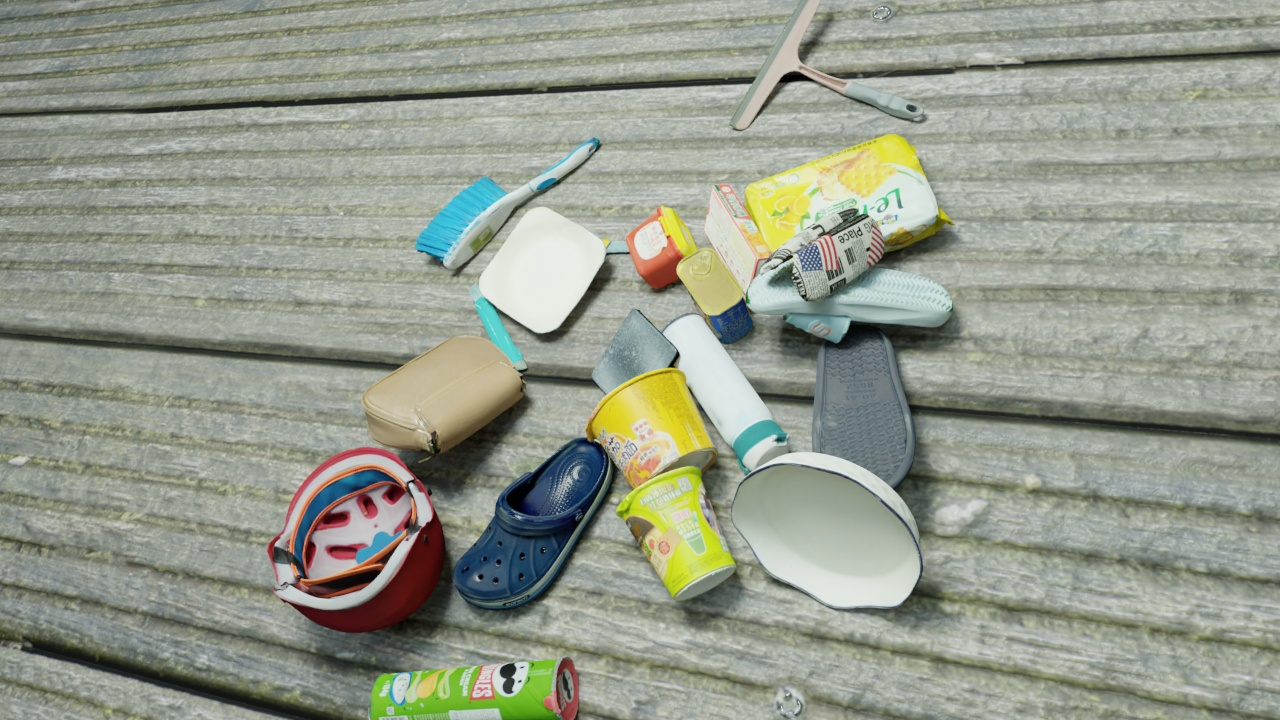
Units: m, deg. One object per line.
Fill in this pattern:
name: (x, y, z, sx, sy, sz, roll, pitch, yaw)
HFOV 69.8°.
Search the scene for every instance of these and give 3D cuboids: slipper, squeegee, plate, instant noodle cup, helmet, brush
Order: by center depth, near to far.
plate: (0.197, 0.175, 0.959, 0.205, 0.205, 0.045, 15, 43, 26)
instant noodle cup: (0.047, 0.202, 1.046, 0.112, 0.112, 0.123, -30, 64, 2)
slipper: (0.257, 0.070, 1.061, 0.111, 0.083, 0.267, -5, 43, 15)
instant noodle cup: (0.020, 0.093, 1.100, 0.138, 0.138, 0.109, -31, 66, 1)
slipper: (0.249, -0.068, 1.111, 0.245, 0.074, 0.103, 6, 37, 4)
slipper: (-0.127, 0.195, 1.117, 0.105, 0.095, 0.252, 33, 74, 33)
helmet: (-0.338, 0.235, 1.143, 0.207, 0.144, 0.239, -25, 40, -2)
squeegee: (0.293, -0.394, 1.315, 0.250, 0.040, 0.247, 32, 93, 25)
plate: (-0.136, -0.127, 1.316, 0.164, 0.034, 0.164, 34, 87, 27)
brush: (-0.202, -0.255, 1.412, 0.109, 0.060, 0.314, 36, 76, 26)

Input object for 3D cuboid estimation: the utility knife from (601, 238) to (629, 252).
utility knife: (-0.093, -0.168, 1.344, 0.202, 0.015, 0.033, 1, 66, 20)

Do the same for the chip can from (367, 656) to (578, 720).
chip can: (-0.192, 0.385, 1.048, 0.236, 0.072, 0.072, -10, 60, 15)

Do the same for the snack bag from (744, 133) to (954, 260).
snack bag: (0.262, -0.192, 1.199, 0.247, 0.068, 0.157, -19, 58, 9)

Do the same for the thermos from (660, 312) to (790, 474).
thermos: (0.102, 0.042, 1.133, 0.073, 0.073, 0.224, -33, 58, 0)

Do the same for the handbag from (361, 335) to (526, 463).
handbag: (-0.258, 0.053, 1.215, 0.148, 0.100, 0.203, 25, 45, 34)

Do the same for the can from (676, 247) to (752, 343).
can: (0.098, -0.082, 1.189, 0.057, 0.083, 0.102, -32, 57, 0)

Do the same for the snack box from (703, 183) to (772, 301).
snack box: (0.127, -0.156, 1.211, 0.027, 0.077, 0.155, -10, 49, -17)

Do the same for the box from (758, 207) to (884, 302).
box: (0.219, -0.122, 1.081, 0.161, 0.076, 0.086, -30, 81, -34)

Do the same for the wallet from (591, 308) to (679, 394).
wallet: (-0.007, 0.007, 1.186, 0.097, 0.019, 0.121, 47, 117, 32)

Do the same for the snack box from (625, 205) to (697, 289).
snack box: (0.029, -0.152, 1.256, 0.080, 0.082, 0.091, -29, 56, 15)

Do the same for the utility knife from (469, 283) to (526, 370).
utility knife: (-0.208, -0.049, 1.322, 0.029, 0.013, 0.182, -31, 58, -2)
